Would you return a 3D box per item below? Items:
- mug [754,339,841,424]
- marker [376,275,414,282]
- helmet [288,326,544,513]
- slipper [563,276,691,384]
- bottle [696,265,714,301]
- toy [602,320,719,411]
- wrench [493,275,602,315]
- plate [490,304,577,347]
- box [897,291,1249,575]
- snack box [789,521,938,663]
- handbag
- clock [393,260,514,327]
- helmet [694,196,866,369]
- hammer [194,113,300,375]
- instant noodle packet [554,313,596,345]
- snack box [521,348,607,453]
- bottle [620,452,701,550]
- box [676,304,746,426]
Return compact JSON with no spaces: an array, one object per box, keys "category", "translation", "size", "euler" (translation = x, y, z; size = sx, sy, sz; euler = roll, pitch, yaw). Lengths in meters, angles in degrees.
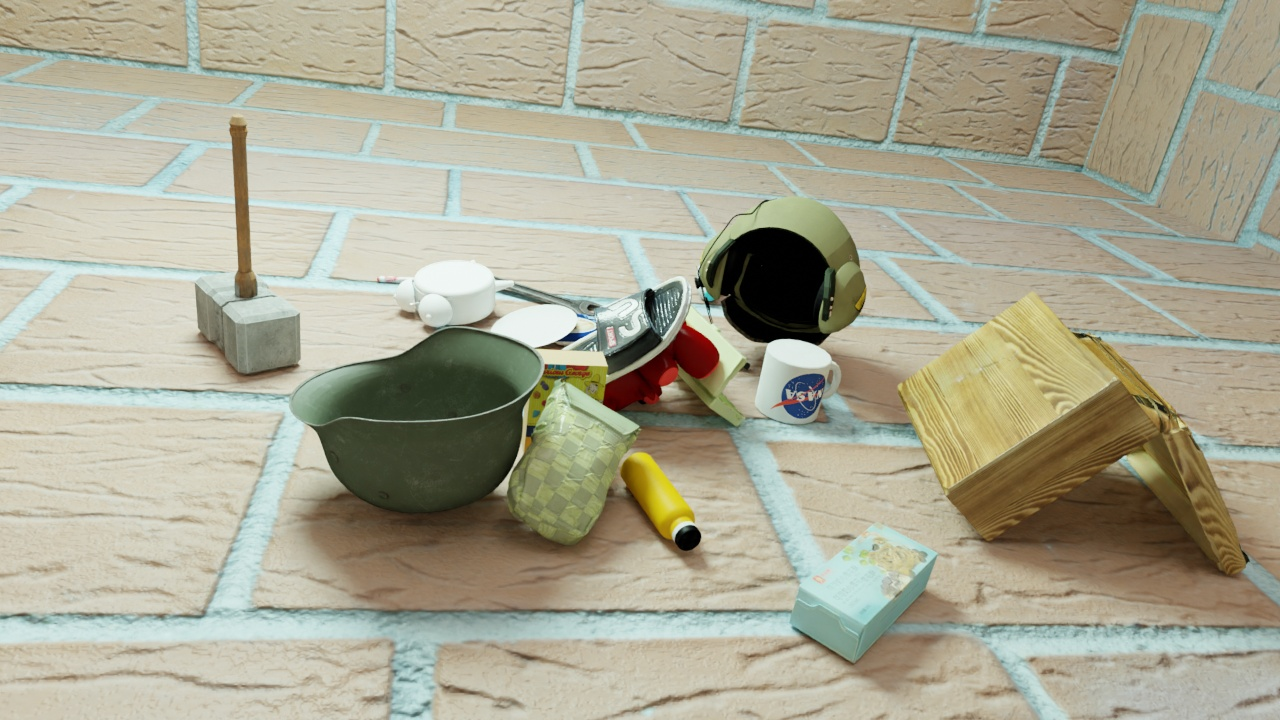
[{"category":"mug","translation":[0.230,0.029,1.307],"size":[0.121,0.090,0.091],"euler":[-1,27,-20]},{"category":"marker","translation":[-0.371,-0.136,1.548],"size":[0.142,0.013,0.012],"euler":[1,27,-16]},{"category":"helmet","translation":[-0.235,0.077,0.978],"size":[0.268,0.154,0.226],"euler":[7,26,11]},{"category":"slipper","translation":[-0.050,-0.025,1.173],"size":[0.063,0.264,0.111],"euler":[40,27,-37]},{"category":"bottle","translation":[0.126,-0.143,1.688],"size":[0.044,0.044,0.136],"euler":[8,25,-1]},{"category":"toy","translation":[-0.007,0.007,1.240],"size":[0.197,0.120,0.158],"euler":[-39,39,-1]},{"category":"wrench","translation":[-0.186,-0.116,1.553],"size":[0.273,0.010,0.069],"euler":[18,26,12]},{"category":"plate","translation":[-0.163,-0.048,1.404],"size":[0.134,0.011,0.134],"euler":[-7,31,4]},{"category":"box","translation":[0.567,0.119,1.177],"size":[0.336,0.287,0.278],"euler":[44,20,-15]},{"category":"snack box","translation":[0.229,0.230,0.931],"size":[0.075,0.053,0.174],"euler":[26,29,33]},{"category":"handbag","translation":[-0.085,0.117,1.009],"size":[0.113,0.117,0.185],"euler":[34,49,-9]},{"category":"clock","translation":[-0.295,-0.100,1.448],"size":[0.125,0.073,0.160],"euler":[29,39,35]},{"category":"helmet","translation":[0.218,-0.116,1.390],"size":[0.250,0.256,0.232],"euler":[19,30,17]},{"category":"hammer","translation":[-0.515,-0.159,1.190],"size":[0.082,0.318,0.163],"euler":[-15,34,-40]},{"category":"instant noodle packet","translation":[-0.079,-0.045,1.438],"size":[0.134,0.026,0.087],"euler":[3,29,-11]},{"category":"snack box","translation":[-0.094,0.053,1.110],"size":[0.088,0.126,0.040],"euler":[2,26,-13]},{"category":"bottle","translation":[0.024,0.158,1.025],"size":[0.043,0.043,0.143],"euler":[-4,28,-25]},{"category":"box","translation":[0.098,0.006,1.298],"size":[0.082,0.098,0.188],"euler":[34,12,-36]}]
